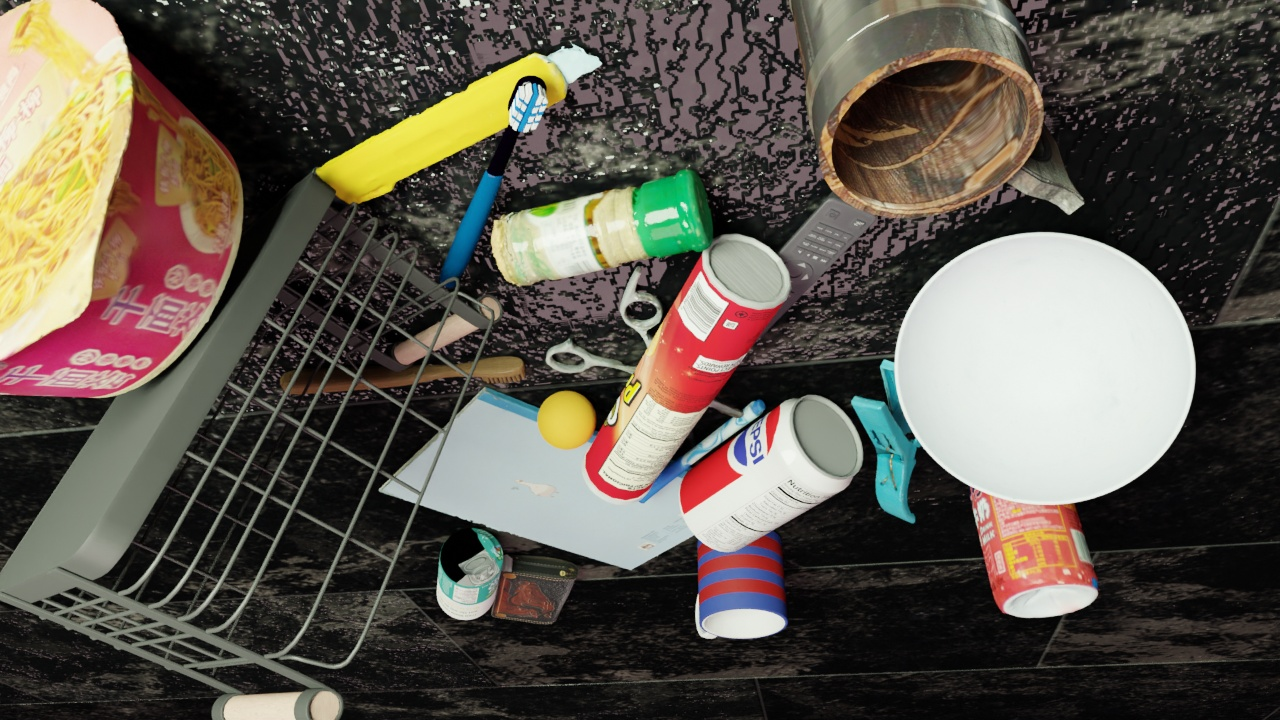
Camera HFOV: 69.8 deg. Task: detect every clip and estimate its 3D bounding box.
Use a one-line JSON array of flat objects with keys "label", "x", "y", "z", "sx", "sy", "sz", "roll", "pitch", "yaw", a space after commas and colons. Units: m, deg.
[{"label": "clip", "x": 0.192, "y": 0.045, "z": 0.630, "sx": 0.121, "sy": 0.031, "sz": 0.130, "roll": -29, "pitch": 123, "yaw": -29}]

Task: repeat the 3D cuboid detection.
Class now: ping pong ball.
[{"label": "ping pong ball", "x": -0.050, "y": 0.041, "z": 0.624, "sx": 0.040, "sy": 0.040, "sz": 0.040, "roll": 1, "pitch": 144, "yaw": 1}]

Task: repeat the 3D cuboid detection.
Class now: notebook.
[{"label": "notebook", "x": -0.057, "y": 0.107, "z": 0.743, "sx": 0.253, "sy": 0.009, "sz": 0.182, "roll": 24, "pitch": 138, "yaw": -28}]

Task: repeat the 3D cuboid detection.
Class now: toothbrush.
[{"label": "toothbrush", "x": -0.158, "y": 0.011, "z": 0.608, "sx": 0.167, "sy": 0.016, "sz": 0.016, "roll": -3, "pitch": 143, "yaw": 6}, {"label": "toothbrush", "x": -0.079, "y": -0.082, "z": 0.465, "sx": 0.014, "sy": 0.014, "sz": 0.168, "roll": 5, "pitch": 151, "yaw": -24}]

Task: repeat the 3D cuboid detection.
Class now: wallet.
[{"label": "wallet", "x": -0.106, "y": 0.225, "z": 0.900, "sx": 0.072, "sy": 0.019, "sz": 0.123, "roll": 10, "pitch": 143, "yaw": -8}]

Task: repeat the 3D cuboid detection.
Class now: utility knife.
[{"label": "utility knife", "x": -0.092, "y": -0.110, "z": 0.438, "sx": 0.165, "sy": 0.017, "sz": 0.030, "roll": -17, "pitch": 145, "yaw": 24}]

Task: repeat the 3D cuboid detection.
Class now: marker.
[{"label": "marker", "x": 0.041, "y": 0.068, "z": 0.672, "sx": 0.013, "sy": 0.013, "sz": 0.142, "roll": 24, "pitch": 133, "yaw": -28}]

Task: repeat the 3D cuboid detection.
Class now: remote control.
[{"label": "remote control", "x": 0.079, "y": -0.047, "z": 0.519, "sx": 0.032, "sy": 0.015, "sz": 0.137, "roll": 17, "pitch": 142, "yaw": -20}]

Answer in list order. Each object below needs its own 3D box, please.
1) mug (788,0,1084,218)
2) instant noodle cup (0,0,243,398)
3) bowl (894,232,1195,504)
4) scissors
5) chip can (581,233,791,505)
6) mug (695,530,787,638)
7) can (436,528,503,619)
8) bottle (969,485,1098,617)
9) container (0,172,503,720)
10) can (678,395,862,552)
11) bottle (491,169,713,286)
[{"label": "mug", "x": 0.114, "y": -0.112, "z": 0.349, "sx": 0.115, "sy": 0.107, "sz": 0.080, "roll": 18, "pitch": 141, "yaw": -22}, {"label": "instant noodle cup", "x": -0.252, "y": -0.058, "z": 0.401, "sx": 0.179, "sy": 0.178, "sz": 0.077, "roll": -15, "pitch": 158, "yaw": 21}, {"label": "bowl", "x": 0.222, "y": 0.000, "z": 0.511, "sx": 0.144, "sy": 0.144, "sz": 0.074, "roll": -22, "pitch": 178, "yaw": 29}, {"label": "scissors", "x": 0.012, "y": 0.000, "z": 0.589, "sx": 0.141, "sy": 0.014, "sz": 0.162, "roll": 12, "pitch": 142, "yaw": -9}, {"label": "chip can", "x": 0.020, "y": 0.014, "z": 0.553, "sx": 0.051, "sy": 0.051, "sz": 0.215, "roll": 13, "pitch": 140, "yaw": -15}, {"label": "mug", "x": 0.080, "y": 0.202, "z": 0.813, "sx": 0.075, "sy": 0.076, "sz": 0.112, "roll": 17, "pitch": 142, "yaw": -20}, {"label": "can", "x": -0.155, "y": 0.195, "z": 0.830, "sx": 0.055, "sy": 0.054, "sz": 0.102, "roll": 8, "pitch": 144, "yaw": -9}, {"label": "bottle", "x": 0.250, "y": 0.093, "z": 0.603, "sx": 0.062, "sy": 0.137, "sz": 0.062, "roll": 1, "pitch": 143, "yaw": 1}, {"label": "container", "x": -0.186, "y": 0.044, "z": 0.465, "sx": 0.163, "sy": 0.240, "sz": 0.130, "roll": -21, "pitch": 132, "yaw": 42}, {"label": "can", "x": 0.089, "y": 0.082, "z": 0.651, "sx": 0.070, "sy": 0.070, "sz": 0.132, "roll": 21, "pitch": 140, "yaw": -25}, {"label": "bottle", "x": -0.020, "y": -0.067, "z": 0.473, "sx": 0.111, "sy": 0.043, "sz": 0.043, "roll": -10, "pitch": 143, "yaw": 16}]
